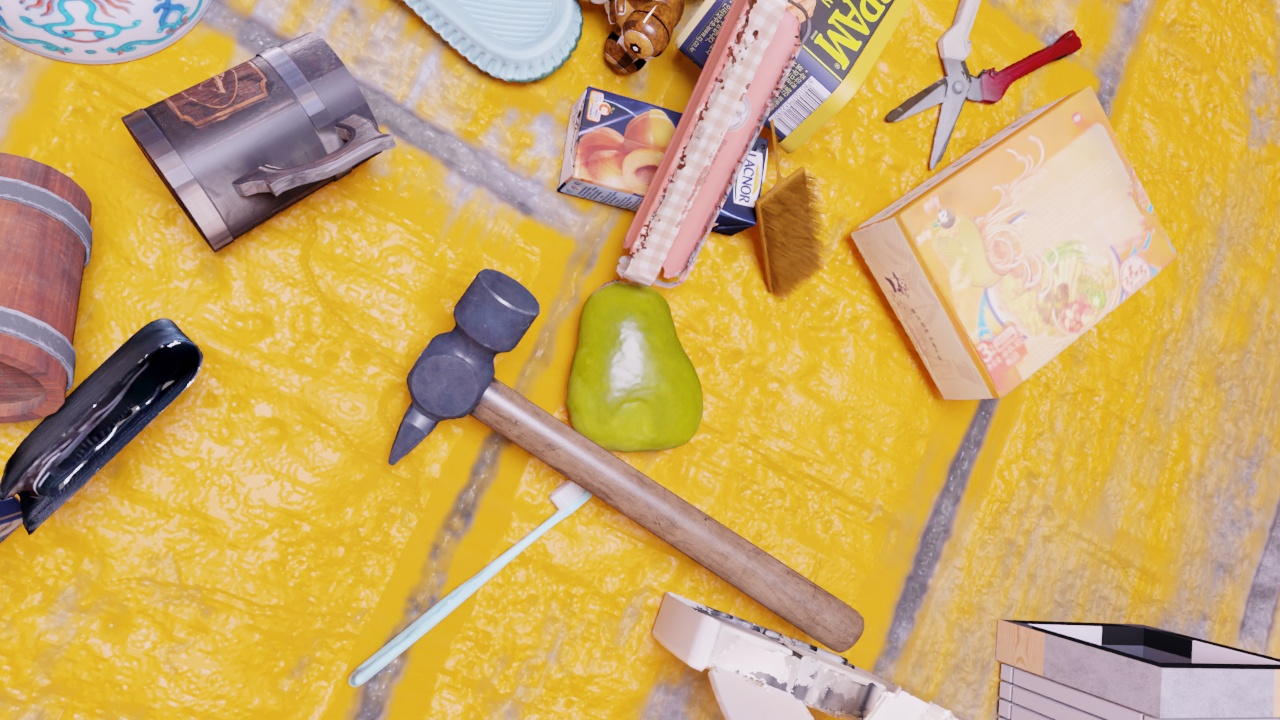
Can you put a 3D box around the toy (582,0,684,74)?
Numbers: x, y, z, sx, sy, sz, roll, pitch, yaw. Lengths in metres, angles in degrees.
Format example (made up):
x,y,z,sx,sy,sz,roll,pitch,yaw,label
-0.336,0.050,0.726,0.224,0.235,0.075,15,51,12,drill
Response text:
x,y,z,sx,sy,sz,roll,pitch,yaw,label
-0.017,-0.243,0.569,0.067,0.087,0.112,-46,105,-6,toy

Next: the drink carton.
x,y,z,sx,sy,sz,roll,pitch,yaw,label
0.016,-0.127,0.600,0.130,0.040,0.064,12,83,-19,drink carton

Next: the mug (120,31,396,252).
x,y,z,sx,sy,sz,roll,pitch,yaw,label
-0.197,-0.112,0.491,0.107,0.116,0.080,-36,138,-19,mug

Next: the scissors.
x,y,z,sx,sy,sz,roll,pitch,yaw,label
0.263,-0.241,0.706,0.198,0.015,0.179,-10,92,-19,scissors

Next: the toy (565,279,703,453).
x,y,z,sx,sy,sz,roll,pitch,yaw,label
-0.003,0.003,0.578,0.090,0.051,0.110,-2,91,-12,toy

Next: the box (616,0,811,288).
x,y,z,sx,sy,sz,roll,pitch,yaw,label
0.043,-0.125,0.540,0.067,0.057,0.187,12,113,-34,box

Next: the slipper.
x,y,z,sx,sy,sz,roll,pitch,yaw,label
-0.144,-0.279,0.540,0.276,0.070,0.115,40,72,-13,slipper

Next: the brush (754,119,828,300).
x,y,z,sx,sy,sz,roll,pitch,yaw,label
0.097,-0.097,0.597,0.048,0.017,0.126,-38,140,-17,brush

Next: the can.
x,y,z,sx,sy,sz,roll,pitch,yaw,label
0.101,-0.222,0.601,0.104,0.075,0.134,39,57,-9,can

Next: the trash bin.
x,y,z,sx,sy,sz,roll,pitch,yaw,label
0.348,0.321,0.635,0.142,0.143,0.246,7,85,-19,trash bin

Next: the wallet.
x,y,z,sx,sy,sz,roll,pitch,yaw,label
-0.275,0.026,0.466,0.114,0.089,0.026,-50,120,-16,wallet

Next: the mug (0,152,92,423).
x,y,z,sx,sy,sz,roll,pitch,yaw,label
-0.331,-0.034,0.446,0.117,0.081,0.111,-9,61,5,mug

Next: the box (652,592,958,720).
x,y,z,sx,sy,sz,roll,pitch,yaw,label
0.087,0.200,0.531,0.143,0.180,0.080,23,81,-10,box

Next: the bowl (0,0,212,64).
x,y,z,sx,sy,sz,roll,pitch,yaw,label
-0.300,-0.239,0.478,0.143,0.074,0.144,1,87,-19,bowl

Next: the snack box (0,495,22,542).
x,y,z,sx,sy,sz,roll,pitch,yaw,label
-0.359,0.038,0.405,0.042,0.145,0.144,-43,100,-16,snack box

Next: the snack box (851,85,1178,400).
x,y,z,sx,sy,sz,roll,pitch,yaw,label
0.266,-0.081,0.662,0.195,0.081,0.145,-34,97,-18,snack box

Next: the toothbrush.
x,y,z,sx,sy,sz,roll,pitch,yaw,label
-0.102,0.133,0.558,0.180,0.016,0.016,-39,102,-17,toothbrush

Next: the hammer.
x,y,z,sx,sy,sz,roll,pitch,yaw,label
0.004,0.087,0.551,0.321,0.040,0.129,34,109,-11,hammer
